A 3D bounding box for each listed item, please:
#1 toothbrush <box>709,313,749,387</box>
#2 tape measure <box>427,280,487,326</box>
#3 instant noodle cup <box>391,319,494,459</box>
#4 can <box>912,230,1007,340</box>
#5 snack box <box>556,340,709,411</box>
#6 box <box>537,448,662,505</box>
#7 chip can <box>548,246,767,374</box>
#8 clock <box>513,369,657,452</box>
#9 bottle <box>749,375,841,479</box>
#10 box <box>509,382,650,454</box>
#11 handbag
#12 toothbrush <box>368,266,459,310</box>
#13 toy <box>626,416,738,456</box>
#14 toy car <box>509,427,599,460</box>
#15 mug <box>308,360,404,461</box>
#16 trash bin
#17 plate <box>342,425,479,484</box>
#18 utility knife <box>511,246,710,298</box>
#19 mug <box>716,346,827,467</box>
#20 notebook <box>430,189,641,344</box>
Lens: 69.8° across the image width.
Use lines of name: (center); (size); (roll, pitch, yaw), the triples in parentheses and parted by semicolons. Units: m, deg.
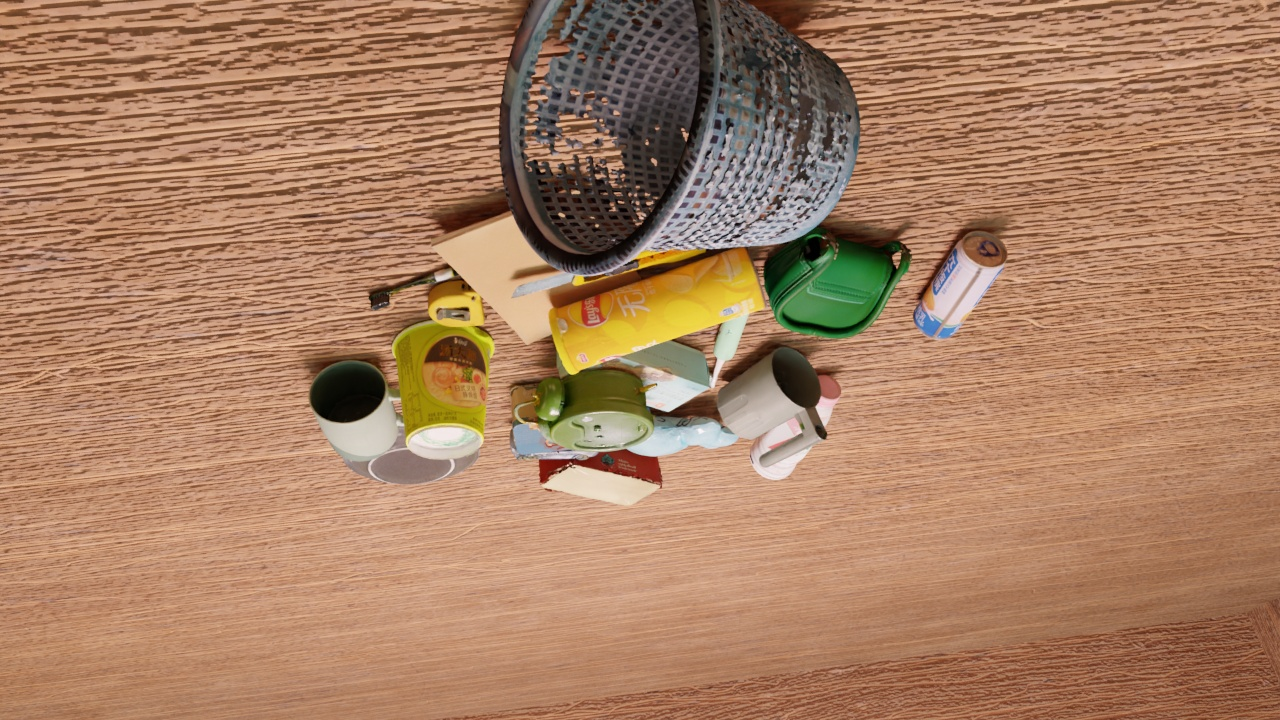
toothbrush: (0.101, -0.026, 1.056); (0.027, 0.026, 0.225); (23, 149, 7)
tape measure: (-0.187, -0.055, 0.934); (0.057, 0.028, 0.060); (-4, 149, -6)
instant noodle cup: (-0.211, 0.037, 0.989); (0.111, 0.123, 0.112); (-6, 149, -4)
can: (0.346, -0.080, 0.998); (0.053, 0.053, 0.135); (-3, 149, -9)
snack box: (-0.006, 0.006, 1.058); (0.174, 0.051, 0.074); (19, 141, -37)
box: (-0.056, 0.157, 1.276); (0.168, 0.076, 0.092); (18, 140, -37)
chip can: (0.017, -0.051, 0.931); (0.213, 0.072, 0.072); (-18, 149, 5)
clock: (-0.061, 0.058, 1.029); (0.161, 0.056, 0.116); (-3, 153, -2)
bottle: (0.211, 0.090, 1.241); (0.068, 0.068, 0.197); (2, 145, -17)
box: (-0.069, 0.066, 1.137); (0.184, 0.061, 0.090); (-5, 150, -2)
handbag: (0.199, -0.083, 0.943); (0.131, 0.067, 0.120); (7, 145, -25)
toothbrush: (-0.185, -0.084, 0.896); (0.186, 0.017, 0.012); (-17, 146, 15)
toy: (0.040, 0.101, 1.230); (0.157, 0.049, 0.161); (-18, 155, 34)
toy car: (-0.109, 0.100, 1.189); (0.120, 0.054, 0.037); (-2, 152, -9)
mug: (-0.308, 0.059, 1.044); (0.111, 0.082, 0.106); (-7, 148, -8)
trash bin: (0.039, -0.166, 0.652); (0.194, 0.226, 0.227); (1, 151, -41)
plate: (-0.305, 0.134, 1.227); (0.179, 0.024, 0.180); (-6, 149, -4)
utility knife: (-0.023, -0.091, 0.895); (0.215, 0.015, 0.033); (-16, 149, -5)
mug: (0.163, 0.060, 1.125); (0.083, 0.124, 0.104); (-4, 157, -43)
notebook: (-0.088, -0.087, 0.903); (0.150, 0.012, 0.211); (-19, 152, 11)
